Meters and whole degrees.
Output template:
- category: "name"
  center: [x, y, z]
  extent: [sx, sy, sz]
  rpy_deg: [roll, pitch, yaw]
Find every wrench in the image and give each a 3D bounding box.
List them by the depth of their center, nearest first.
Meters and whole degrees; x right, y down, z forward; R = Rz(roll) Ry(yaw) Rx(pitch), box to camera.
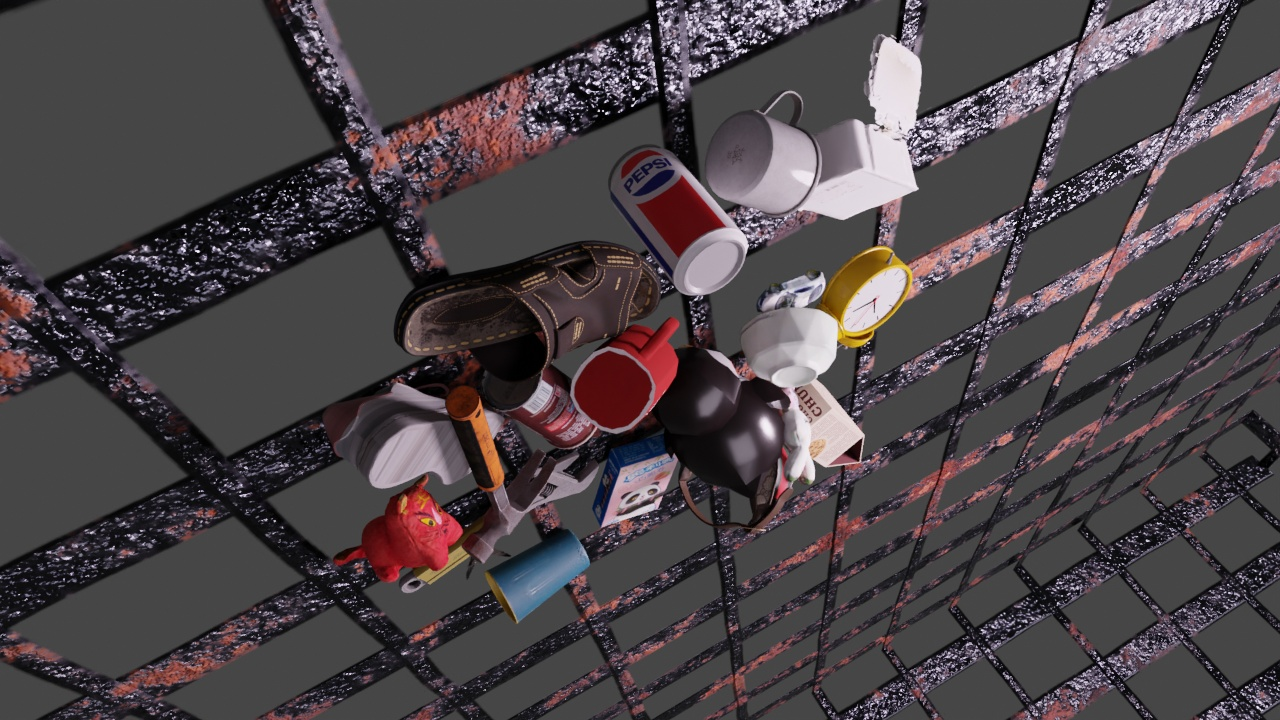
- category: "wrench"
  center: [-0.170, 0.193, 1.086]
  extent: [0.273, 0.018, 0.083]
  rpy_deg: [-36, 142, 1]

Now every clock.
- category: "clock"
  center: [0.269, -0.071, 1.126]
  extent: [0.113, 0.052, 0.152]
  rpy_deg: [11, 123, -47]

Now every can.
- category: "can"
  center: [0.029, -0.121, 0.780]
  extent: [0.070, 0.132, 0.070]
  rpy_deg: [-23, 145, -17]

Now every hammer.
- category: "hammer"
  center: [-0.143, 0.098, 0.906]
  extent: [0.137, 0.035, 0.315]
  rpy_deg: [-51, 164, -23]

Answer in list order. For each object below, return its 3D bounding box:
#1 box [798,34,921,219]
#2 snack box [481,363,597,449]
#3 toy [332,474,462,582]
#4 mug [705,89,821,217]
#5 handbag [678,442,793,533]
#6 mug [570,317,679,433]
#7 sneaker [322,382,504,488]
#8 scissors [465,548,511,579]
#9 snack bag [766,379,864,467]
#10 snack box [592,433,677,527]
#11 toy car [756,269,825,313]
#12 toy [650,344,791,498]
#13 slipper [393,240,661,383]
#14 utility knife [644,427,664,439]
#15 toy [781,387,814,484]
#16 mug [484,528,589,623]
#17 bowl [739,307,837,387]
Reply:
- category: "box"
  center: [0.211, -0.225, 0.873]
  extent: [0.107, 0.132, 0.152]
  rpy_deg: [1, 164, -44]
- category: "snack box"
  center: [-0.099, 0.038, 0.929]
  extent: [0.072, 0.072, 0.121]
  rpy_deg: [-39, 146, 7]
- category: "toy"
  center: [-0.270, 0.179, 0.987]
  extent: [0.133, 0.088, 0.094]
  rpy_deg: [-17, 115, 7]
- category: "mug"
  center: [0.112, -0.191, 0.823]
  extent: [0.070, 0.084, 0.113]
  rpy_deg: [7, 95, -42]
- category: "handbag"
  center: [0.118, 0.146, 1.162]
  extent: [0.063, 0.166, 0.138]
  rpy_deg: [19, 99, -51]
- category: "mug"
  center: [-0.005, 0.005, 0.923]
  extent: [0.117, 0.080, 0.096]
  rpy_deg: [-51, 178, 22]
- category: "sneaker"
  center: [-0.213, 0.061, 0.865]
  extent: [0.099, 0.089, 0.236]
  rpy_deg: [-54, 166, 5]
- category: "scissors"
  center: [-0.204, 0.223, 1.127]
  extent: [0.157, 0.012, 0.171]
  rpy_deg: [4, 131, -42]
- category: "snack bag"
  center: [0.241, 0.081, 1.253]
  extent: [0.070, 0.094, 0.206]
  rpy_deg: [-42, 146, 11]
- category: "snack box"
  center: [-0.006, 0.153, 1.177]
  extent: [0.087, 0.033, 0.154]
  rpy_deg: [-15, 147, -23]
- category: "toy car"
  center: [0.176, -0.075, 1.061]
  extent: [0.089, 0.027, 0.039]
  rpy_deg: [-21, 147, -19]
- category: "toy"
  center: [0.079, 0.062, 1.035]
  extent: [0.159, 0.140, 0.184]
  rpy_deg: [-26, 135, 18]
- category: "slipper"
  center: [-0.088, -0.040, 0.833]
  extent: [0.267, 0.075, 0.113]
  rpy_deg: [-11, 141, -31]
- category: "utility knife"
  center: [0.023, 0.096, 1.161]
  extent: [0.141, 0.015, 0.022]
  rpy_deg: [-28, 148, -3]
- category: "toy"
  center: [0.188, 0.089, 1.108]
  extent: [0.038, 0.122, 0.079]
  rpy_deg: [-9, 171, 18]
- category: "mug"
  center: [-0.132, 0.277, 1.200]
  extent: [0.121, 0.078, 0.078]
  rpy_deg: [-30, 148, -21]
- category: "bowl"
  center: [0.177, -0.007, 1.075]
  extent: [0.117, 0.061, 0.118]
  rpy_deg: [-2, 151, -1]
